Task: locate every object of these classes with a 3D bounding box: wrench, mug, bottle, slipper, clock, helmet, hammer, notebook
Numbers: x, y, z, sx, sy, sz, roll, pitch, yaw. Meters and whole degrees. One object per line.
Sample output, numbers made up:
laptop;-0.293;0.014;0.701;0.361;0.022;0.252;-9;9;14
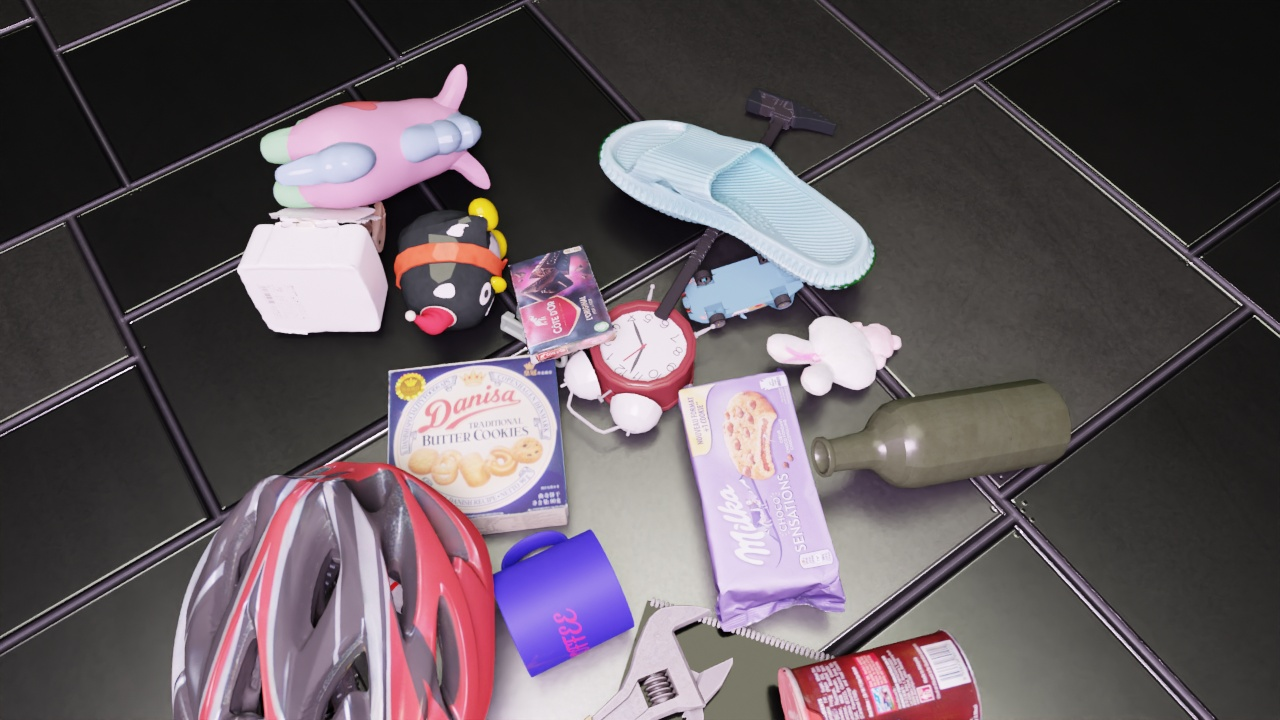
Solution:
wrench;-0.046;0.272;0.643;0.272;0.018;0.083;-33;64;-18
mug;-0.065;0.172;0.696;0.083;0.079;0.111;-23;37;-12
bottle;0.235;0.062;0.728;0.206;0.072;0.071;-7;61;-16
slipper;0.090;-0.157;0.828;0.276;0.070;0.115;32;55;15
clock;-0.005;0.005;0.797;0.096;0.048;0.137;35;66;19
helmet;-0.214;0.204;0.626;0.218;0.167;0.271;1;80;18
hammer;0.093;-0.150;0.872;0.095;0.015;0.323;24;56;11
notebook;0.082;0.274;0.667;0.207;0.016;0.148;16;64;9

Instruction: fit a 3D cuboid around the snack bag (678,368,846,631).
snack bag;0.091;0.107;0.733;0.096;0.058;0.205;-8;61;-2

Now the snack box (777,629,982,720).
snack box;0.164;0.235;0.635;0.121;0.072;0.072;-12;62;-5

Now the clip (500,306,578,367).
clip;-0.089;-0.022;0.825;0.076;0.023;0.047;34;50;18

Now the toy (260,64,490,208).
toy;-0.239;-0.196;0.848;0.171;0.120;0.221;-7;20;7

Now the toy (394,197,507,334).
toy;-0.170;-0.074;0.820;0.099;0.098;0.119;-4;70;-1

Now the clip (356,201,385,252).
clip;-0.259;-0.129;0.891;0.047;0.025;0.062;-28;57;-18

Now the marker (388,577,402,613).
marker;-0.232;0.164;0.730;0.146;0.019;0.019;27;65;15

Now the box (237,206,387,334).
box;-0.287;-0.104;0.835;0.110;0.103;0.130;-2;53;1

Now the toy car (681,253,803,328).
toy car;0.093;-0.062;0.845;0.108;0.027;0.060;-18;62;3

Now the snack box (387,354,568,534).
snack box;-0.137;0.071;0.766;0.144;0.043;0.144;-6;62;-3

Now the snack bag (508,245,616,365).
snack bag;-0.072;-0.053;0.814;0.074;0.018;0.155;-17;39;-4

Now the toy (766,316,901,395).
toy;0.174;-0.006;0.803;0.125;0.037;0.076;-17;56;-31
